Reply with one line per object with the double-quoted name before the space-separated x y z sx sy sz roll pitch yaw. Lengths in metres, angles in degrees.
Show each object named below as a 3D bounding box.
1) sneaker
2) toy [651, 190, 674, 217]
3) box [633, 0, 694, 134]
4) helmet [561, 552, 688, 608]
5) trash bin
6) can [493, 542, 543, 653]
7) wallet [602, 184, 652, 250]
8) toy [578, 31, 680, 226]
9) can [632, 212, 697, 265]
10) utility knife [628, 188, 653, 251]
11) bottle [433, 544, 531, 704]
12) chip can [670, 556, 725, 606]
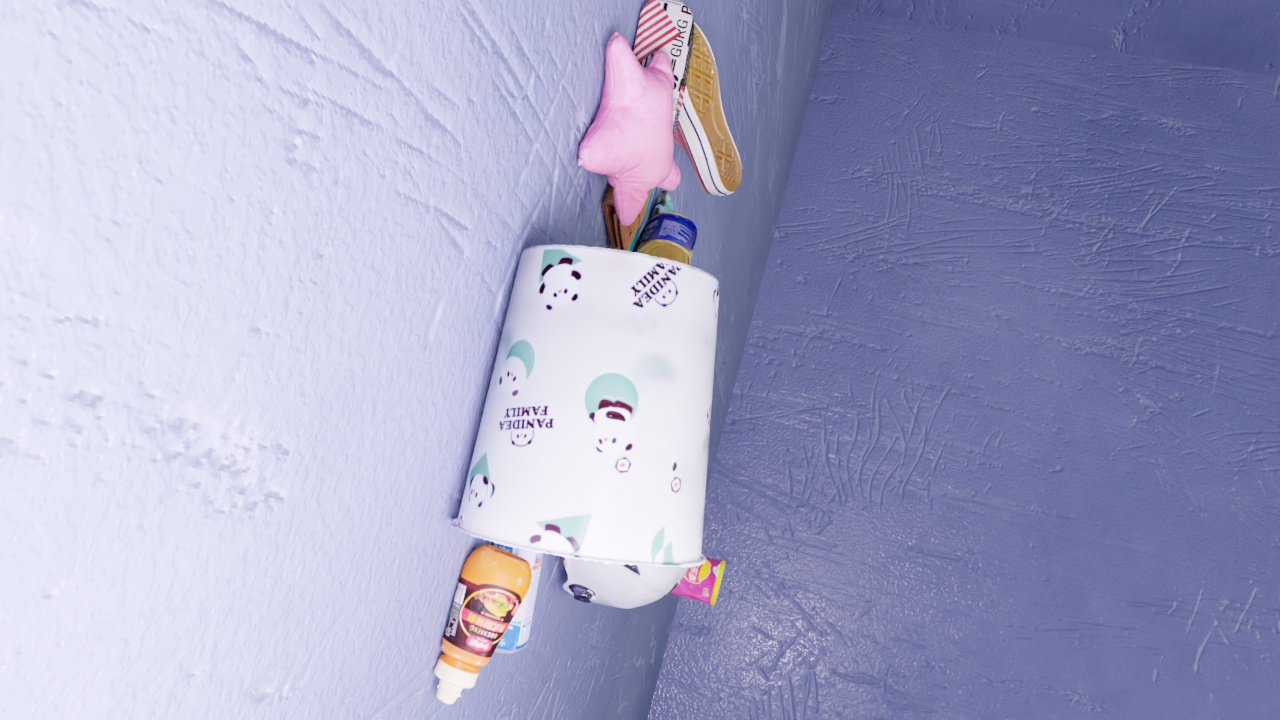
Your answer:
"sneaker" 0.054 -0.316 1.163 0.118 0.088 0.241 -53 132 -38
"toy" 0.031 -0.201 1.336 0.092 0.030 0.096 82 31 -50
"box" 0.024 -0.328 1.058 0.082 0.075 0.163 -80 179 -81
"helmet" -0.001 0.239 1.279 0.259 0.146 0.228 63 43 -54
"trash bin" -0.038 0.039 0.827 0.229 0.230 0.251 27 71 -78
"can" -0.135 0.235 0.965 0.053 0.053 0.135 -37 139 -73
"wallet" -0.011 -0.206 1.119 0.108 0.031 0.131 82 25 -58
"toy" -0.011 -0.244 0.962 0.178 0.075 0.195 -41 134 -46
"can" 0.027 -0.139 1.217 0.148 0.074 0.049 127 -18 -64
"utility knife" -0.003 -0.186 1.224 0.029 0.013 0.157 93 12 -53
"bottle" -0.157 0.254 0.875 0.067 0.067 0.149 56 55 -75
"chip can" 0.021 0.320 1.429 0.071 0.211 0.071 14 89 -80
